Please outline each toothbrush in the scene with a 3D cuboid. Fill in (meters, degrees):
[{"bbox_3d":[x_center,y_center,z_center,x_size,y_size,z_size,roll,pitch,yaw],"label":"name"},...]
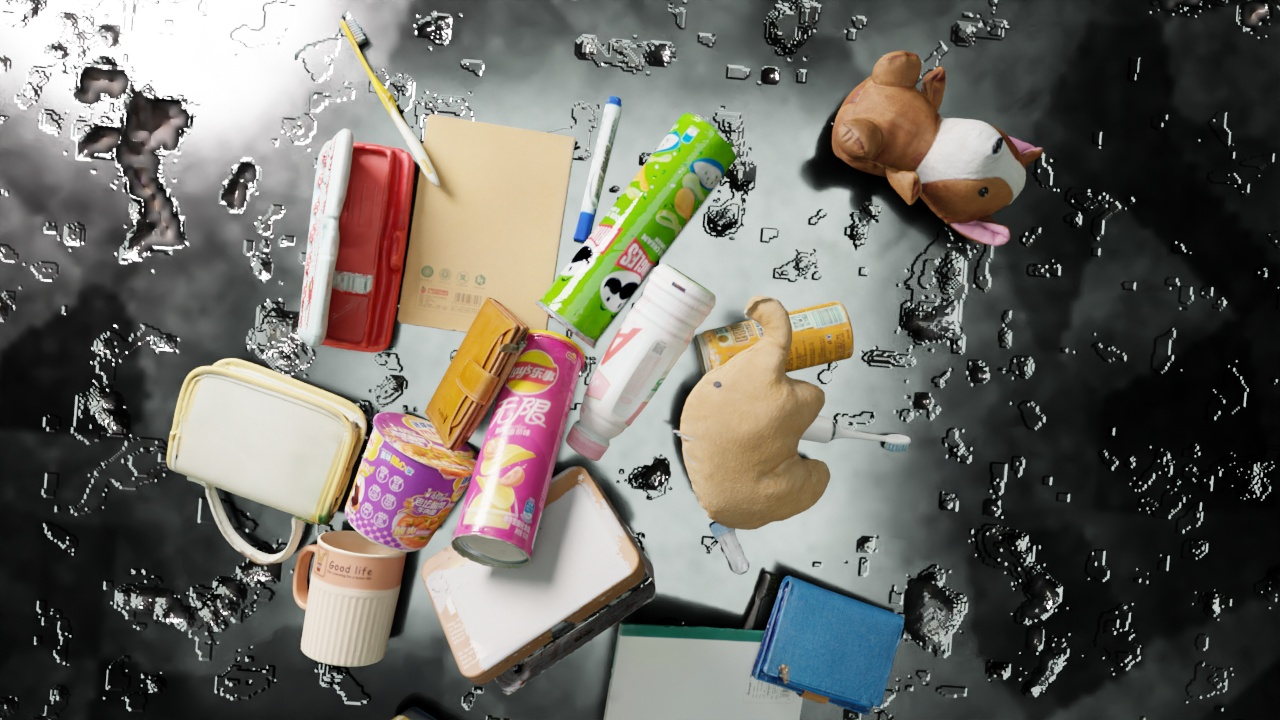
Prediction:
[{"bbox_3d":[0.158,0.065,0.906,0.221,0.026,0.026,9,128,-2],"label":"toothbrush"},{"bbox_3d":[0.092,0.311,0.906,0.027,0.026,0.212,22,88,-34],"label":"toothbrush"},{"bbox_3d":[-0.241,-0.252,0.893,0.018,0.016,0.191,-30,87,-10],"label":"toothbrush"}]

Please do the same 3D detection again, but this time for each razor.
[{"bbox_3d":[-0.174,0.396,0.885,0.167,0.062,0.067,37,59,3],"label":"razor"}]

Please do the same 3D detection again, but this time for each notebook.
[{"bbox_3d":[0.065,0.329,0.876,0.209,0.012,0.150,10,89,-22],"label":"notebook"},{"bbox_3d":[-0.152,-0.129,0.905,0.148,0.008,0.207,8,90,-2],"label":"notebook"}]

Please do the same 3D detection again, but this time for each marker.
[{"bbox_3d":[-0.042,-0.188,0.904,0.017,0.017,0.146,14,90,-2],"label":"marker"}]

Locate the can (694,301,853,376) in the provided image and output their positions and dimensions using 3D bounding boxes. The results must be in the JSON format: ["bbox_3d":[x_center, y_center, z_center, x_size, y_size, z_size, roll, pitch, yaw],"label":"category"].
[{"bbox_3d":[0.129,-0.015,0.889,0.146,0.058,0.058,-13,90,-2],"label":"can"}]

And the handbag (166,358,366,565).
[{"bbox_3d":[-0.362,0.102,0.878,0.163,0.063,0.179,20,99,-2],"label":"handbag"}]

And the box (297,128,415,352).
[{"bbox_3d":[-0.275,-0.110,0.856,0.095,0.099,0.201,8,90,-1],"label":"box"}]

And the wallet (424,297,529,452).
[{"bbox_3d":[-0.150,0.014,0.850,0.035,0.119,0.131,28,94,-25],"label":"wallet"}]

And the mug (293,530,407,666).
[{"bbox_3d":[-0.285,0.220,0.872,0.115,0.081,0.106,11,91,25],"label":"mug"}]

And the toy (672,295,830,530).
[{"bbox_3d":[0.102,0.056,0.847,0.143,0.082,0.226,-16,115,-14],"label":"toy"}]

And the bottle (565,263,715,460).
[{"bbox_3d":[-0.005,0.005,0.877,0.068,0.068,0.197,32,97,-2],"label":"bottle"}]

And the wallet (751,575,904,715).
[{"bbox_3d":[0.183,0.279,0.894,0.133,0.040,0.106,21,83,-12],"label":"wallet"}]

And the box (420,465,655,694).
[{"bbox_3d":[-0.088,0.197,0.828,0.182,0.168,0.150,-34,92,-1],"label":"box"}]

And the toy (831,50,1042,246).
[{"bbox_3d":[0.285,-0.201,0.868,0.199,0.130,0.140,31,83,-11],"label":"toy"}]

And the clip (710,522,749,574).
[{"bbox_3d":[0.089,0.185,0.907,0.024,0.028,0.056,-21,81,-3],"label":"clip"}]

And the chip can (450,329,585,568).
[{"bbox_3d":[-0.107,0.076,0.825,0.071,0.072,0.210,14,57,-2],"label":"chip can"}]

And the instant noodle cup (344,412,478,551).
[{"bbox_3d":[-0.219,0.116,0.859,0.111,0.111,0.099,29,97,-2],"label":"instant noodle cup"}]

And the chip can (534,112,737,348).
[{"bbox_3d":[-0.003,-0.125,0.879,0.072,0.072,0.236,38,88,-2],"label":"chip can"}]
